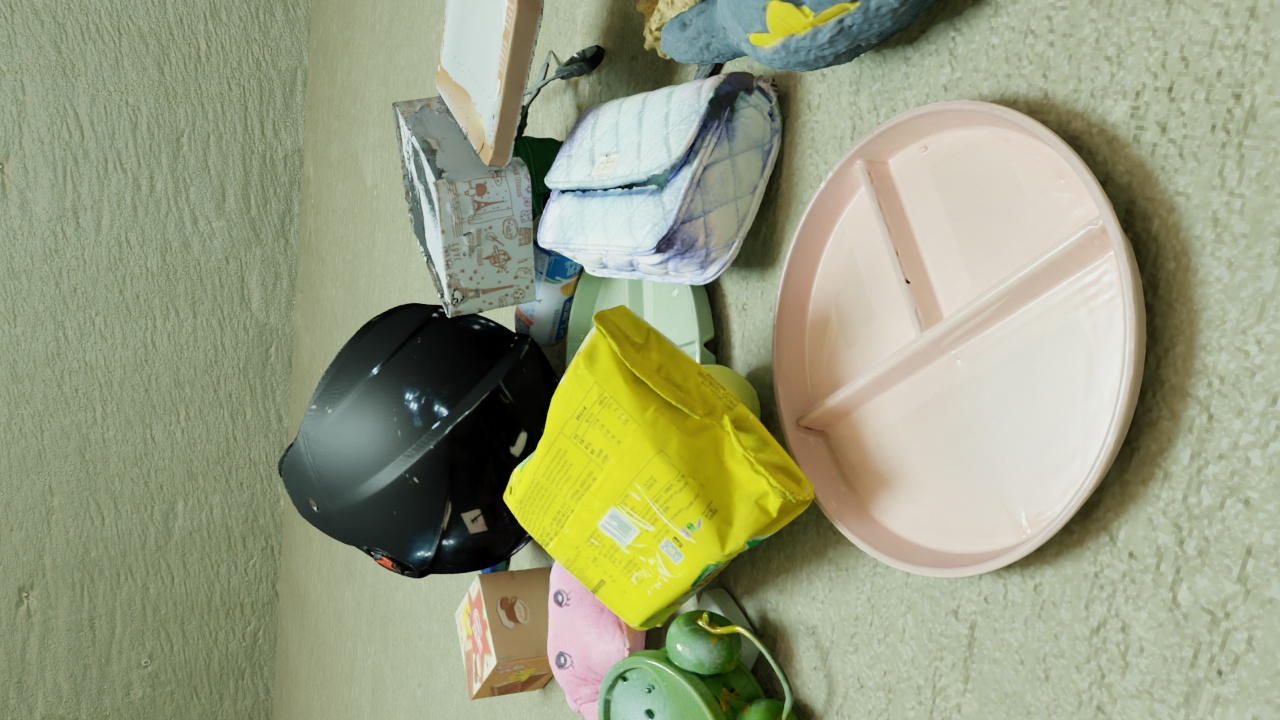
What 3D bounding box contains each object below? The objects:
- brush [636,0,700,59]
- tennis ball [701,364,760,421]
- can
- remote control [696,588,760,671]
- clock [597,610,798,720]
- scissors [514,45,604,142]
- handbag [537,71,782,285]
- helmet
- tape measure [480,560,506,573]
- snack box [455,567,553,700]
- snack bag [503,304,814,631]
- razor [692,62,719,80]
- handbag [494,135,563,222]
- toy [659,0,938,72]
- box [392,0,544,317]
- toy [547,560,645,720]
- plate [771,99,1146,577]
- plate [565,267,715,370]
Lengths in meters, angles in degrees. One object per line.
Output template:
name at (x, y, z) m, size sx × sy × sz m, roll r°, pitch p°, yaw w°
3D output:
brush at (0.049, -0.291, 0.588) m, size 0.255 × 0.046 × 0.083 m, roll 130°, pitch 144°, yaw -66°
tennis ball at (0.046, 0.035, 0.597) m, size 0.066 × 0.065 × 0.065 m, roll -4°, pitch 86°, yaw 62°
can at (-0.082, -0.070, 0.835) m, size 0.135 × 0.053 × 0.053 m, roll 111°, pitch 148°, yaw -50°
remote control at (0.042, 0.233, 0.646) m, size 0.058 × 0.021 × 0.150 m, roll 52°, pitch 133°, yaw 50°
clock at (0.039, 0.227, 0.584) m, size 0.116 × 0.056 × 0.162 m, roll 53°, pitch 131°, yaw 21°
scissors at (-0.101, -0.253, 0.869) m, size 0.177 × 0.014 × 0.159 m, roll -1°, pitch 50°, yaw 51°
handbag at (0.004, -0.127, 0.642) m, size 0.194 × 0.075 × 0.134 m, roll 12°, pitch 77°, yaw 56°
helmet at (-0.172, 0.080, 0.840) m, size 0.231 × 0.232 × 0.275 m, roll 6°, pitch 132°, yaw 36°
tape measure at (-0.168, 0.217, 1.037) m, size 0.054 × 0.025 × 0.058 m, roll 46°, pitch 133°, yaw 51°
snack box at (-0.129, 0.269, 0.906) m, size 0.095 × 0.077 × 0.092 m, roll -58°, pitch 40°, yaw 44°
snack bag at (-0.004, 0.084, 0.581) m, size 0.158 × 0.068 × 0.247 m, roll 42°, pitch 146°, yaw 8°
razor at (0.057, -0.228, 0.631) m, size 0.042 × 0.022 × 0.143 m, roll -68°, pitch 3°, yaw -45°
handbag at (-0.106, -0.145, 0.885) m, size 0.132 × 0.068 × 0.120 m, roll -52°, pitch 45°, yaw 49°
toy at (0.107, -0.222, 0.466) m, size 0.357 × 0.091 × 0.137 m, roll -27°, pitch 54°, yaw 57°
box at (-0.142, -0.190, 0.742) m, size 0.178 × 0.088 × 0.263 m, roll -123°, pitch 28°, yaw -45°
toy at (-0.034, 0.204, 0.728) m, size 0.179 × 0.074 × 0.194 m, roll 163°, pitch 105°, yaw -70°
plate at (0.144, -0.010, 0.455) m, size 0.230 × 0.028 × 0.229 m, roll -6°, pitch 84°, yaw 61°
plate at (-0.004, 0.004, 0.733) m, size 0.231 × 0.027 × 0.230 m, roll -7°, pitch 82°, yaw 62°
